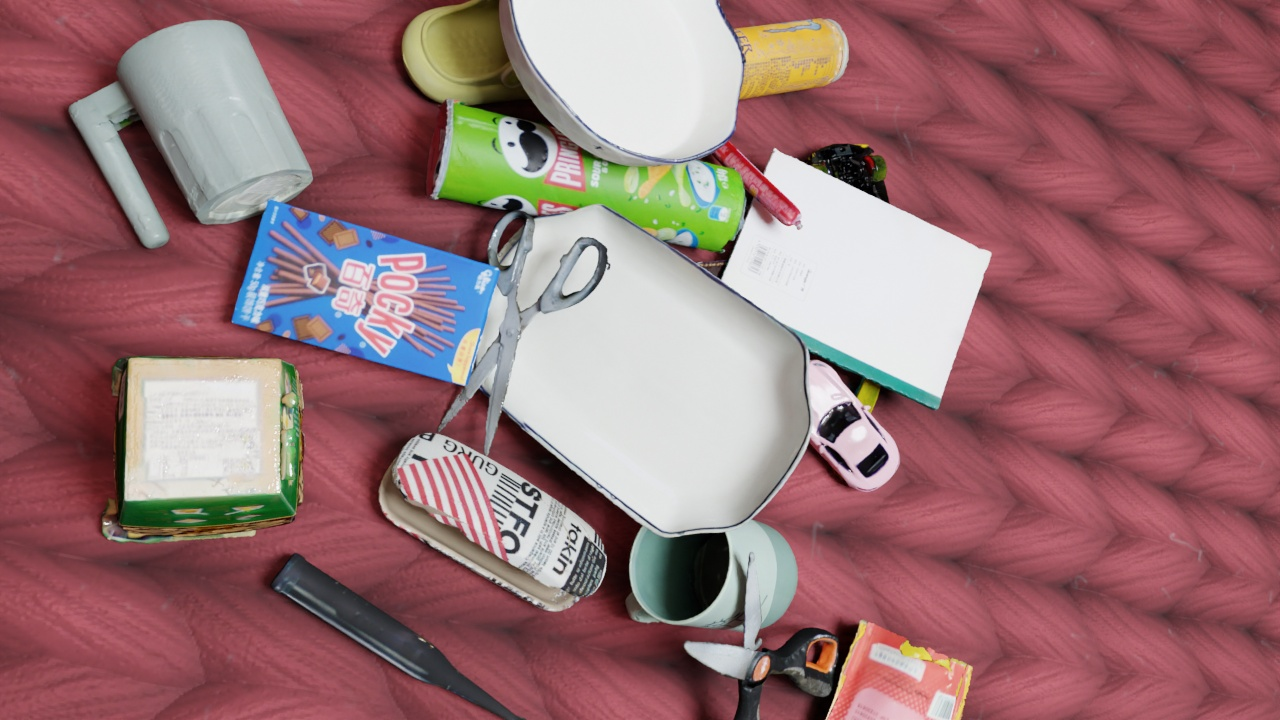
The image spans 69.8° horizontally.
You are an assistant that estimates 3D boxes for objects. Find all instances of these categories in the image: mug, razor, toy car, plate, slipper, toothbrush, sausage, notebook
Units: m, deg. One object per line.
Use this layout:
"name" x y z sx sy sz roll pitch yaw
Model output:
"mug" -0.289 -0.142 0.592 0.124 0.083 0.103 -27 92 1
"razor" 0.199 0.003 0.790 0.043 0.028 0.132 26 72 -20
"mug" 0.046 0.156 0.655 0.106 0.112 0.082 25 33 -50
"toy car" 0.187 -0.116 0.797 0.071 0.041 0.155 -14 82 -14
"plate" -0.014 -0.229 0.658 0.204 0.046 0.204 14 67 -35
"slipper" -0.084 -0.248 0.693 0.190 0.082 0.091 -21 90 -23
"toothbrush" -0.146 0.197 0.604 0.212 0.026 0.027 39 102 -12
"sausage" 0.080 -0.159 0.748 0.020 0.020 0.156 -28 64 -25
"plate" -0.004 0.004 0.631 0.266 0.034 0.162 36 92 22
"notebook" 0.177 -0.068 0.758 0.209 0.012 0.150 25 76 -7
"toy car" 0.162 0.054 0.749 0.056 0.037 0.122 -43 96 -5

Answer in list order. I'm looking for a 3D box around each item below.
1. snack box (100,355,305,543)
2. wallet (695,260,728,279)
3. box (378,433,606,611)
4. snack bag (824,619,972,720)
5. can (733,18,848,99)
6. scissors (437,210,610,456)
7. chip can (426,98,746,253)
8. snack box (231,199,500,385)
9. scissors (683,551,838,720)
"snack box" -0.258 0.045 0.543 0.117 0.106 0.118 0 78 -22
"wallet" 0.056 -0.020 0.738 0.096 0.020 0.122 -6 82 -20
"box" -0.103 0.114 0.634 0.163 0.080 0.074 31 41 -13
"snack bag" 0.183 0.316 0.700 0.128 0.073 0.207 24 76 -12
"can" 0.104 -0.256 0.785 0.145 0.058 0.058 -16 86 -25
"scissors" -0.088 -0.026 0.643 0.160 0.014 0.171 -24 74 16
"chip can" -0.038 -0.135 0.692 0.235 0.072 0.072 8 76 -22
"snack box" -0.182 -0.044 0.617 0.157 0.026 0.084 16 86 -10
"scissors" 0.085 0.227 0.637 0.220 0.022 0.224 7 101 -51
